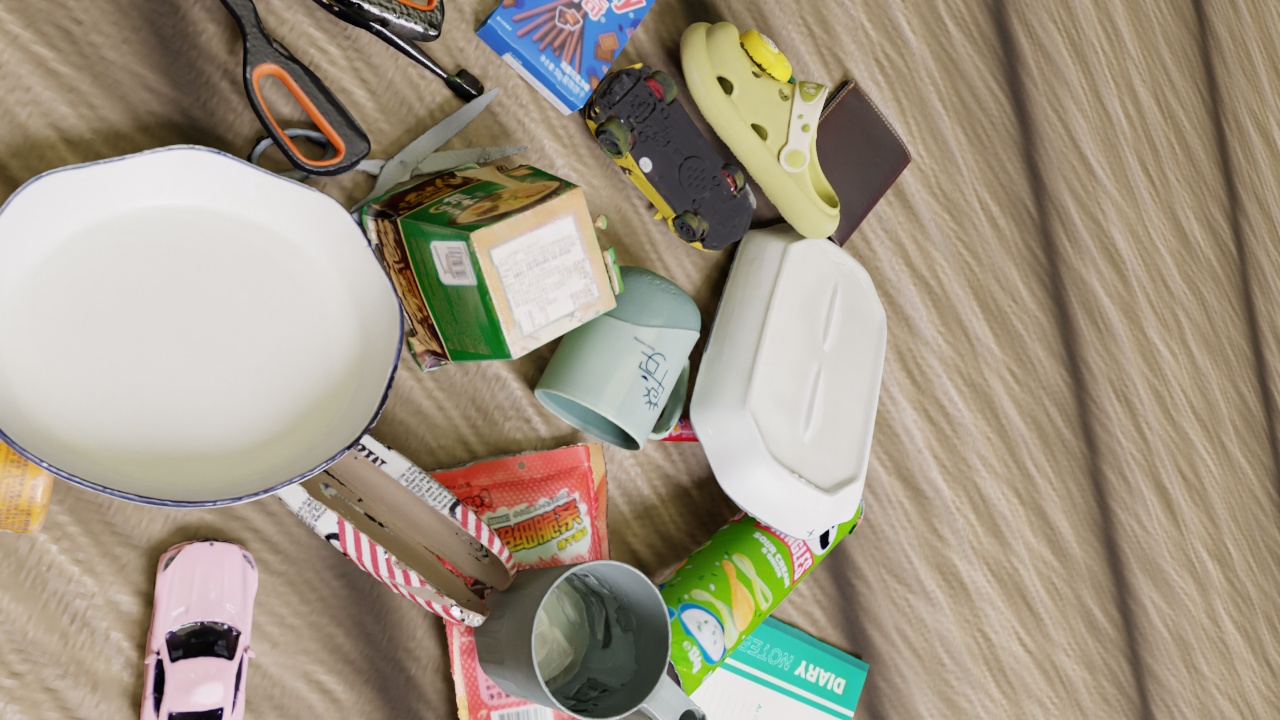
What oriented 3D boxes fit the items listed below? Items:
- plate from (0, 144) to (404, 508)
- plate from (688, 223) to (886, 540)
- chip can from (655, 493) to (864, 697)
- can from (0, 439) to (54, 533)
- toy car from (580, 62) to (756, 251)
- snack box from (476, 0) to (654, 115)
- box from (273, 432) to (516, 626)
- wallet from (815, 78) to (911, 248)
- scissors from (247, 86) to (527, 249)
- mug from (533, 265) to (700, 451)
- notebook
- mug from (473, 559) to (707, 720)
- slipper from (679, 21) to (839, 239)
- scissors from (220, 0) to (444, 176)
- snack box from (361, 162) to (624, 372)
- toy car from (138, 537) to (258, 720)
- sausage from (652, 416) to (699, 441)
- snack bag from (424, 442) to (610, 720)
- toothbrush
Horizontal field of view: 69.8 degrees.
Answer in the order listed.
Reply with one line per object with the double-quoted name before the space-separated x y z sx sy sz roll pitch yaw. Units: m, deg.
"plate" -0.231 -0.017 0.478 0.204 0.046 0.204 12 60 -22
"plate" 0.128 0.003 0.694 0.162 0.034 0.265 34 54 -19
"chip can" 0.073 0.152 0.656 0.235 0.072 0.072 -32 105 -41
"can" -0.359 0.047 0.429 0.145 0.058 0.058 11 83 -31
"toy car" 0.022 -0.145 0.676 0.156 0.041 0.071 46 67 -20
"snack box" -0.039 -0.261 0.650 0.084 0.026 0.157 39 70 -24
"box" -0.140 0.081 0.533 0.163 0.074 0.079 34 80 5
"wallet" 0.174 -0.169 0.784 0.096 0.020 0.122 47 68 -16
"scissors" -0.157 -0.118 0.577 0.159 0.014 0.171 20 81 -27
"mug" -0.004 0.004 0.637 0.111 0.082 0.106 41 68 -37
"notebook" 0.089 0.279 0.728 0.209 0.012 0.150 31 73 -27
"mug" -0.030 0.174 0.534 0.124 0.104 0.083 48 60 -11
"slipper" 0.107 -0.182 0.690 0.190 0.082 0.091 52 26 -16
"scissors" -0.213 -0.211 0.520 0.223 0.022 0.221 -25 105 -26
"snack box" -0.085 -0.058 0.560 0.117 0.106 0.118 -30 115 -28
"toy car" -0.245 0.161 0.510 0.056 0.037 0.122 7 85 -33
"sausage" 0.065 0.054 0.712 0.155 0.020 0.020 5 86 -31
"snack bag" -0.072 0.164 0.604 0.128 0.073 0.208 -6 87 -29
"toothbrush" -0.184 -0.224 0.561 0.212 0.026 0.027 32 52 -31
